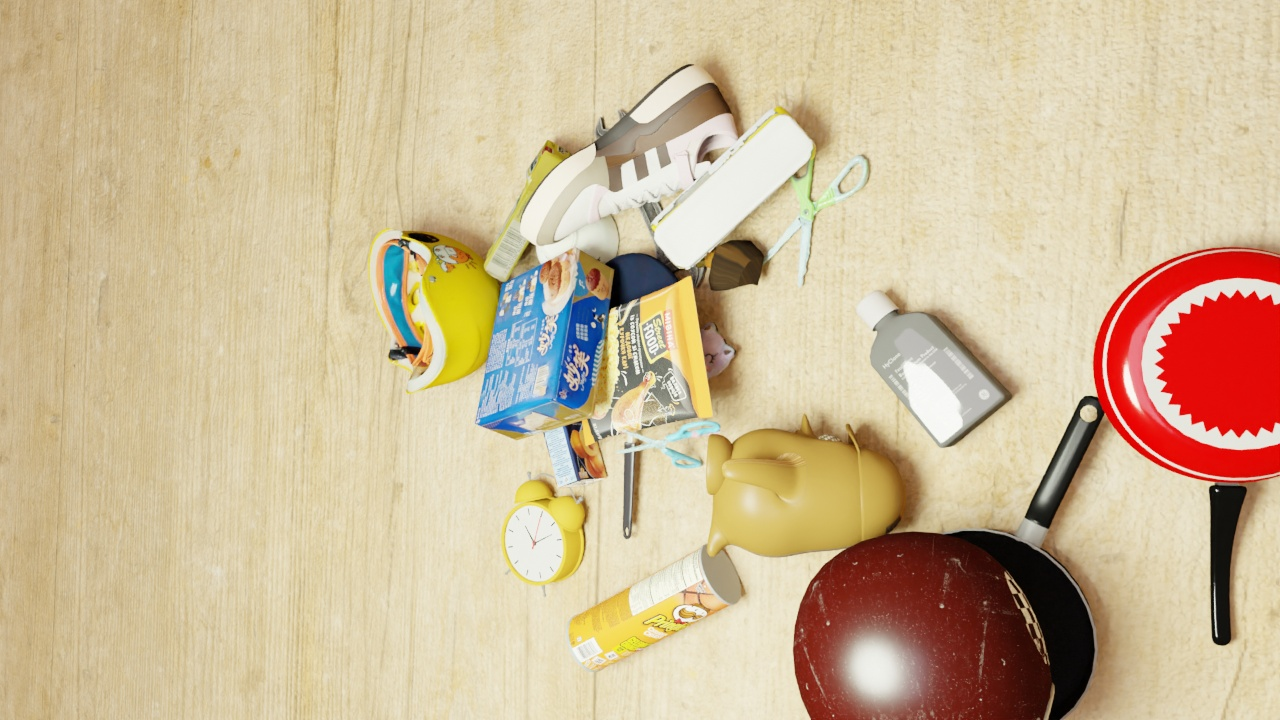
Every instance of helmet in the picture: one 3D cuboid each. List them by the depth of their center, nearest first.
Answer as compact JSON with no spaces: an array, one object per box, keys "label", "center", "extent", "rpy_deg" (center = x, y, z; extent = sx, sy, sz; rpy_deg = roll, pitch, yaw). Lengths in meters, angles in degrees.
[{"label":"helmet","center":[0.250,0.278,0.843],"extent":[0.234,0.253,0.233],"rpy_deg":[-16,69,24]},{"label":"helmet","center":[-0.269,-0.080,1.254],"extent":[0.240,0.139,0.210],"rpy_deg":[52,138,39]}]

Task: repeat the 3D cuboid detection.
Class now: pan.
[{"label":"pan","center":[0.516,0.077,0.806],"extent":[0.209,0.067,0.356],"rpy_deg":[0,89,19]},{"label":"pan","center":[0.372,0.199,0.905],"extent":[0.204,0.044,0.356],"rpy_deg":[27,102,30]},{"label":"pan","center":[-0.010,0.045,1.142],"extent":[0.199,0.021,0.356],"rpy_deg":[4,93,46]}]

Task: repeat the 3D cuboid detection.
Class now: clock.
[{"label":"clock","center":[-0.128,0.225,1.207],"extent":[0.114,0.052,0.152],"rpy_deg":[21,102,31]}]

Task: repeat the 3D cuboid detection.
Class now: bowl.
[{"label":"bowl","center":[-0.092,-0.155,1.195],"extent":[0.114,0.063,0.113],"rpy_deg":[-2,85,31]}]

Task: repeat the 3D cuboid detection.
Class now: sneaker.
[{"label":"sneaker","center":[-0.006,-0.216,1.103],"extent":[0.294,0.112,0.116],"rpy_deg":[-39,80,-1]}]

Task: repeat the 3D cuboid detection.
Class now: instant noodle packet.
[{"label":"instant noodle packet","center":[-0.007,0.006,1.098],"extent":[0.221,0.032,0.159],"rpy_deg":[-17,78,45]}]

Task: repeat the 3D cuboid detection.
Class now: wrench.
[{"label":"wrench","center":[0.008,-0.204,1.167],"extent":[0.070,0.010,0.273],"rpy_deg":[-32,72,26]}]

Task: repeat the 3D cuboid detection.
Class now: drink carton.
[{"label":"drink carton","center":[-0.091,0.096,1.181],"extent":[0.040,0.064,0.130],"rpy_deg":[-23,76,30]}]

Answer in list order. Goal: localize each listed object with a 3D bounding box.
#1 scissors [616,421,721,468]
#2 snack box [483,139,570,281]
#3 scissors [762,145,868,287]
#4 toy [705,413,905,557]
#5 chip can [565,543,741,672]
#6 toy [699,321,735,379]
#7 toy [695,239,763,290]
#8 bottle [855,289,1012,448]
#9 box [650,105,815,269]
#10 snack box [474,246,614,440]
[{"label":"scissors","center":[0.040,0.100,1.072],"extent":[0.135,0.135,0.015],"rpy_deg":[-11,57,26]},{"label":"snack box","center":[-0.151,-0.197,1.203],"extent":[0.045,0.121,0.181],"rpy_deg":[28,107,-13]},{"label":"scissors","center":[0.188,-0.174,1.056],"extent":[0.139,0.028,0.171],"rpy_deg":[47,107,23]},{"label":"toy","center":[0.177,0.133,0.976],"extent":[0.203,0.199,0.162],"rpy_deg":[1,70,13]},{"label":"chip can","center":[0.013,0.299,1.102],"extent":[0.216,0.075,0.075],"rpy_deg":[-34,71,26]},{"label":"toy","center":[0.064,-0.001,1.108],"extent":[0.100,0.036,0.080],"rpy_deg":[-48,56,21]},{"label":"toy","center":[0.098,-0.116,1.084],"extent":[0.076,0.062,0.100],"rpy_deg":[-48,44,-15]},{"label":"bottle","center":[0.294,-0.001,0.961],"extent":[0.084,0.046,0.174],"rpy_deg":[-46,66,22]},{"label":"box","center":[0.107,-0.200,1.070],"extent":[0.210,0.080,0.079],"rpy_deg":[-41,87,19]},{"label":"snack box","center":[-0.118,-0.018,1.134],"extent":[0.155,0.069,0.202],"rpy_deg":[-20,54,44]}]
